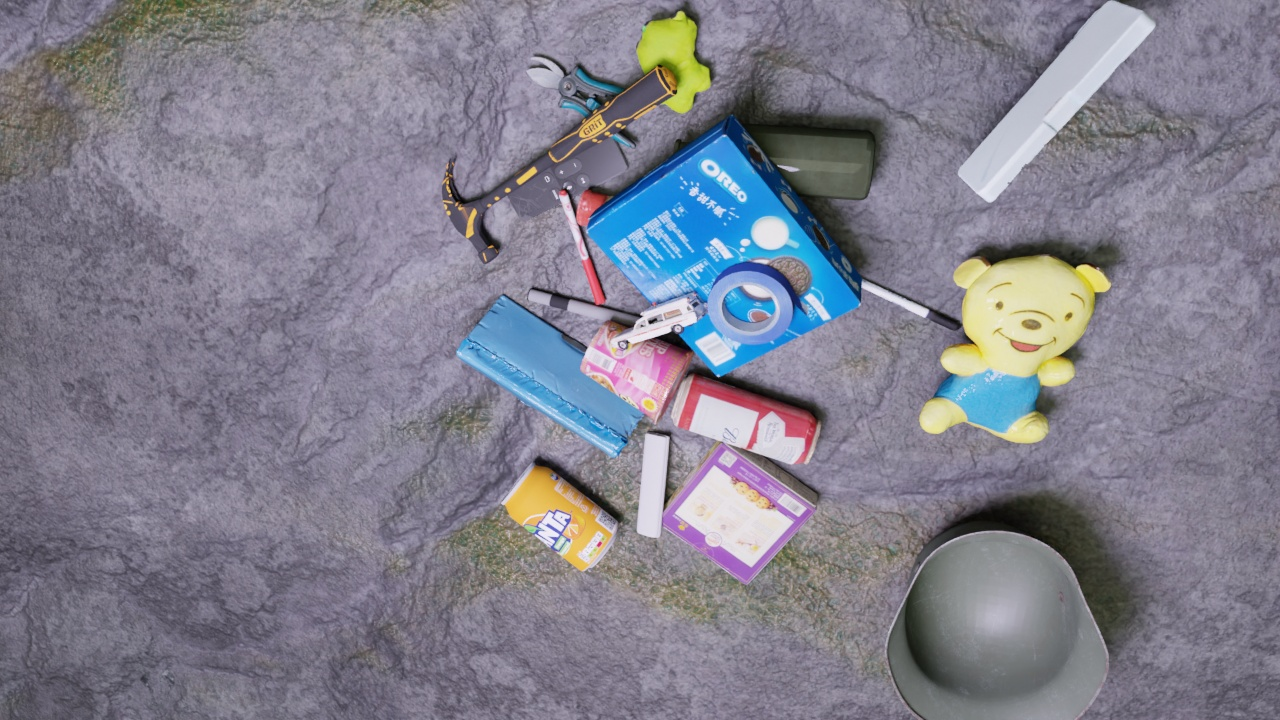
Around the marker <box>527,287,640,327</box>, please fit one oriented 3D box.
[{"bbox_3d":[-0.068,-0.062,1.104,0.140,0.016,0.016,15,113,6],"label":"marker"}]

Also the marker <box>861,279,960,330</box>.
[{"bbox_3d":[0.287,-0.068,1.024,0.152,0.011,0.011,26,114,2],"label":"marker"}]

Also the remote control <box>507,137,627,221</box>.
[{"bbox_3d":[-0.086,-0.208,1.055,0.147,0.008,0.045,-23,104,20],"label":"remote control"}]

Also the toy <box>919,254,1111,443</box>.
[{"bbox_3d":[0.393,-0.017,0.982,0.149,0.083,0.214,10,112,1],"label":"toy"}]

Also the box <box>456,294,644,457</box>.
[{"bbox_3d":[-0.100,0.017,1.121,0.231,0.094,0.102,33,82,0],"label":"box"}]

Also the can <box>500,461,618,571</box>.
[{"bbox_3d":[-0.103,0.200,1.179,0.142,0.079,0.079,38,114,-4],"label":"can"}]

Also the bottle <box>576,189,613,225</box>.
[{"bbox_3d":[-0.016,-0.162,1.039,0.109,0.044,0.044,15,113,6],"label":"bottle"}]

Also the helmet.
[{"bbox_3d":[0.399,0.283,1.057,0.227,0.153,0.268,1,116,13],"label":"helmet"}]

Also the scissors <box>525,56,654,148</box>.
[{"bbox_3d":[-0.053,-0.286,1.011,0.128,0.019,0.153,-17,102,15],"label":"scissors"}]

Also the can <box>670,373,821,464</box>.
[{"bbox_3d":[0.124,0.070,1.084,0.170,0.067,0.067,18,114,5],"label":"can"}]

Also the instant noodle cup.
[{"bbox_3d":[-0.006,0.006,1.078,0.108,0.097,0.098,28,114,7],"label":"instant noodle cup"}]

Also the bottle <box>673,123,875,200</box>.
[{"bbox_3d":[0.139,-0.212,0.969,0.207,0.071,0.071,6,112,10],"label":"bottle"}]

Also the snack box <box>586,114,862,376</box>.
[{"bbox_3d":[0.090,-0.113,0.980,0.196,0.056,0.239,-29,114,34],"label":"snack box"}]

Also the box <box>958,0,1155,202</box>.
[{"bbox_3d":[0.380,-0.244,0.866,0.049,0.136,0.198,38,114,-3],"label":"box"}]

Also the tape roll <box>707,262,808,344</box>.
[{"bbox_3d":[0.116,-0.059,0.965,0.091,0.016,0.093,43,128,-18],"label":"tape roll"}]

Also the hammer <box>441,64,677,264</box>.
[{"bbox_3d":[-0.096,-0.231,1.018,0.321,0.036,0.123,-28,95,28],"label":"hammer"}]

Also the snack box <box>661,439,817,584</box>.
[{"bbox_3d":[0.120,0.185,1.144,0.143,0.040,0.148,36,115,-2],"label":"snack box"}]

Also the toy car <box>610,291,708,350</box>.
[{"bbox_3d":[0.018,-0.044,1.002,0.113,0.039,0.039,-16,102,31],"label":"toy car"}]

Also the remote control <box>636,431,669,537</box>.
[{"bbox_3d":[0.015,0.156,1.147,0.033,0.012,0.131,10,97,37],"label":"remote control"}]

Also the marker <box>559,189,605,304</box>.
[{"bbox_3d":[-0.069,-0.131,1.073,0.013,0.012,0.142,-12,112,17],"label":"marker"}]

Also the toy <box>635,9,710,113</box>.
[{"bbox_3d":[0.035,-0.316,0.972,0.093,0.036,0.094,37,121,-9],"label":"toy"}]
